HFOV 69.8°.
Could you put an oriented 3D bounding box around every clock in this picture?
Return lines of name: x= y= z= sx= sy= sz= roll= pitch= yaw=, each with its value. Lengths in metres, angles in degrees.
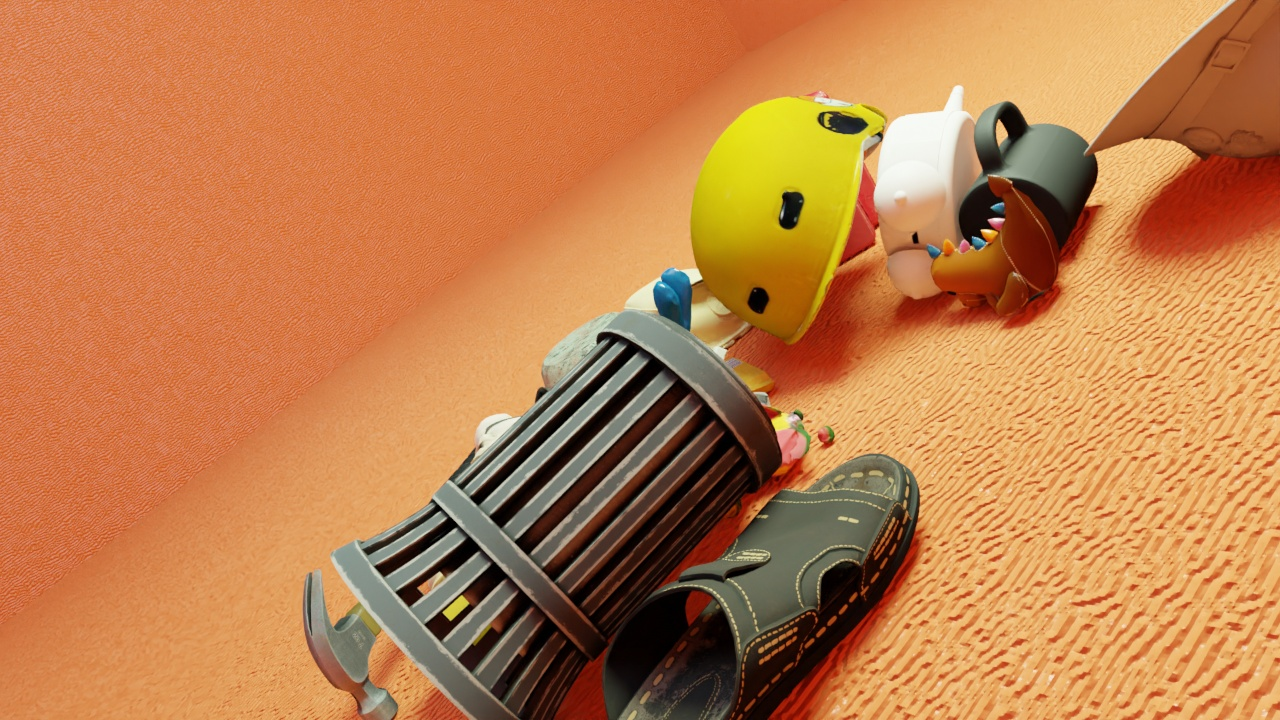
clock: x=0.228 y=-0.134 z=0.744 sx=0.073 sy=0.125 sz=0.160 roll=3 pitch=42 yaw=32

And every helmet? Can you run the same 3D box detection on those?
helmet: x=0.111 y=-0.130 z=0.791 sx=0.239 sy=0.140 sz=0.210 roll=-57 pitch=-14 yaw=-59
helmet: x=0.426 y=-0.188 z=0.576 sx=0.271 sy=0.117 sz=0.183 roll=-40 pitch=-14 yaw=1

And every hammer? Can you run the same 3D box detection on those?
hammer: x=-0.179 y=0.147 z=0.792 sx=0.025 sy=0.118 sz=0.332 roll=-24 pitch=18 yaw=26

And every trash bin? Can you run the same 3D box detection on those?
trash bin: x=-0.038 y=0.092 z=0.549 sx=0.227 sy=0.164 sz=0.164 roll=-44 pitch=19 yaw=-15

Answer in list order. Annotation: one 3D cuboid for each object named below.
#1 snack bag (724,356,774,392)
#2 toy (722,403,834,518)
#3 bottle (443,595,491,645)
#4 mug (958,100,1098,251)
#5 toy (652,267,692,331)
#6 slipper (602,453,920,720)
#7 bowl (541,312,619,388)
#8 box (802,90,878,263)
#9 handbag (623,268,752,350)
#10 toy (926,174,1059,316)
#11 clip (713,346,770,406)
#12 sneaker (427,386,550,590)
snack bag: x=0.089 y=0.015 z=0.801 sx=0.026 sy=0.020 sz=0.099 roll=-29 pitch=16 yaw=-9
toy: x=0.079 y=0.065 z=0.648 sx=0.103 sy=0.046 sz=0.084 roll=-39 pitch=39 yaw=-8
bottle: x=-0.076 y=0.149 z=0.661 sx=0.163 sy=0.071 sz=0.071 roll=-40 pitch=18 yaw=-18
mug: x=0.284 y=-0.138 z=0.689 sx=0.078 sy=0.113 sz=0.087 roll=-12 pitch=28 yaw=47
toy: x=-0.004 y=0.004 z=0.749 sx=0.177 sy=0.071 sz=0.112 roll=-50 pitch=-2 yaw=30
slipper: x=0.046 y=0.132 z=0.466 sx=0.267 sy=0.076 sz=0.113 roll=-43 pitch=20 yaw=-27
bowl: x=-0.064 y=-0.011 z=1.126 sx=0.157 sy=0.038 sz=0.157 roll=-31 pitch=17 yaw=11
box: x=0.152 y=-0.170 z=0.954 sx=0.168 sy=0.157 sz=0.154 roll=-39 pitch=15 yaw=-17
handbag: x=0.055 y=-0.050 z=0.951 sx=0.111 sy=0.081 sz=0.119 roll=-31 pitch=14 yaw=-15
toy: x=0.241 y=-0.082 z=0.644 sx=0.090 sy=0.103 sz=0.070 roll=-2 pitch=37 yaw=49
clip: x=0.032 y=0.057 z=0.742 sx=0.143 sy=0.072 sz=0.124 roll=-35 pitch=18 yaw=23
sneaker: x=-0.111 y=0.098 z=0.773 sx=0.240 sy=0.102 sz=0.089 roll=-47 pitch=-16 yaw=-44
